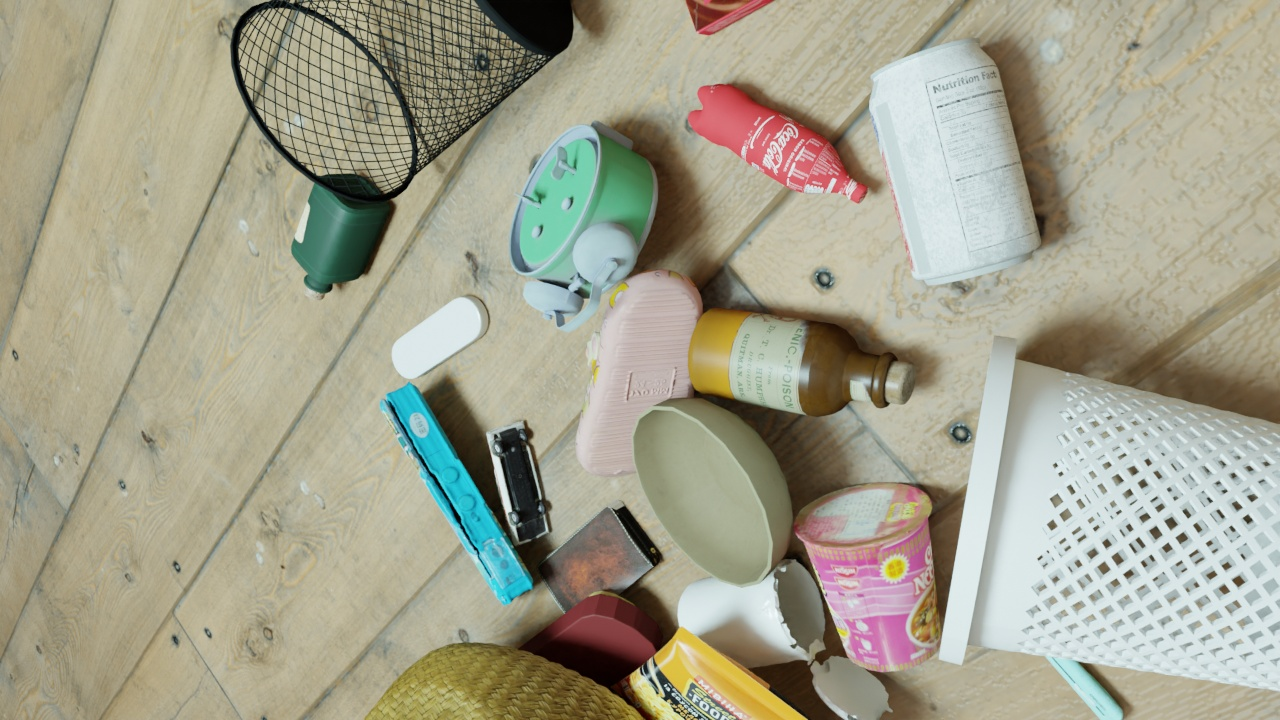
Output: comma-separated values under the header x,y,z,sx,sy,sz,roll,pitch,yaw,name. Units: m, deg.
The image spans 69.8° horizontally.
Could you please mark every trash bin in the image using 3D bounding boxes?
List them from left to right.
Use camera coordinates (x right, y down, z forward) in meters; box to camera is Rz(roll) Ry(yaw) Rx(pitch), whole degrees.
x,y,z,sx,sy,sz,roll,pitch,yaw,name
-0.178,-0.254,0.723,0.211,0.183,0.184,-24,89,30,trash bin
0.288,0.097,0.517,0.200,0.195,0.196,10,108,21,trash bin

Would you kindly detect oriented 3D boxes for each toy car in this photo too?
x,y,z,sx,sy,sz,roll,pitch,yaw,name
-0.119,0.116,0.867,0.039,0.039,0.113,-4,102,54,toy car

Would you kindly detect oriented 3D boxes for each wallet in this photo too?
x,y,z,sx,sy,sz,roll,pitch,yaw,name
-0.041,0.188,0.844,0.072,0.019,0.123,52,124,10,wallet

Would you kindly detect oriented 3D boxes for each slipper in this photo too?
x,y,z,sx,sy,sz,roll,pitch,yaw,name
-0.004,0.004,0.740,0.081,0.093,0.198,-116,33,-49,slipper

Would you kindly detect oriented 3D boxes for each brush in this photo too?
x,y,z,sx,sy,sz,roll,pitch,yaw,name
-0.053,0.268,0.848,0.082,0.041,0.174,37,125,-14,brush

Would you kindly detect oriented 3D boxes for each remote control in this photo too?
x,y,z,sx,sy,sz,roll,pitch,yaw,name
-0.197,-0.021,0.892,0.137,0.013,0.043,-29,87,35,remote control

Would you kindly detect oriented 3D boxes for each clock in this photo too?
x,y,z,sx,sy,sz,roll,pitch,yaw,name
-0.048,-0.097,0.692,0.122,0.075,0.161,-34,46,42,clock

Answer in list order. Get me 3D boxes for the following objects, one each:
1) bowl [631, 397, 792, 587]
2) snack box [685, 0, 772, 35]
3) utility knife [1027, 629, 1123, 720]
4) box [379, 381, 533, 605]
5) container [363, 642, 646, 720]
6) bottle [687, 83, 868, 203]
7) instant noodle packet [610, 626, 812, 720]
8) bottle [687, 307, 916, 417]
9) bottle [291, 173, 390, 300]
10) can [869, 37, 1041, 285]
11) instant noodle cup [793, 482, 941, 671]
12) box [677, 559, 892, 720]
x,y,z,sx,sy,sz,roll,pitch,yaw,name
0.061,0.092,0.693,0.152,0.050,0.153,37,142,36,bowl
0.058,-0.310,0.641,0.089,0.021,0.133,-18,93,34,snack box
0.287,0.200,0.639,0.126,0.015,0.022,50,155,13,utility knife
-0.179,0.132,0.884,0.226,0.041,0.094,57,162,7,box
-0.114,0.398,0.802,0.307,0.196,0.308,15,133,16,container
0.097,-0.151,0.647,0.141,0.041,0.042,36,120,20,bottle
0.065,0.289,0.736,0.160,0.032,0.221,36,147,6,instant noodle packet
0.117,0.004,0.662,0.157,0.067,0.068,10,109,31,bottle
-0.303,-0.115,0.906,0.061,0.061,0.132,45,122,18,bottle
0.193,-0.121,0.571,0.078,0.078,0.136,-13,96,35,can
0.171,0.158,0.660,0.098,0.097,0.108,-8,106,34,instant noodle cup
0.112,0.228,0.720,0.140,0.083,0.141,-26,77,34,box
